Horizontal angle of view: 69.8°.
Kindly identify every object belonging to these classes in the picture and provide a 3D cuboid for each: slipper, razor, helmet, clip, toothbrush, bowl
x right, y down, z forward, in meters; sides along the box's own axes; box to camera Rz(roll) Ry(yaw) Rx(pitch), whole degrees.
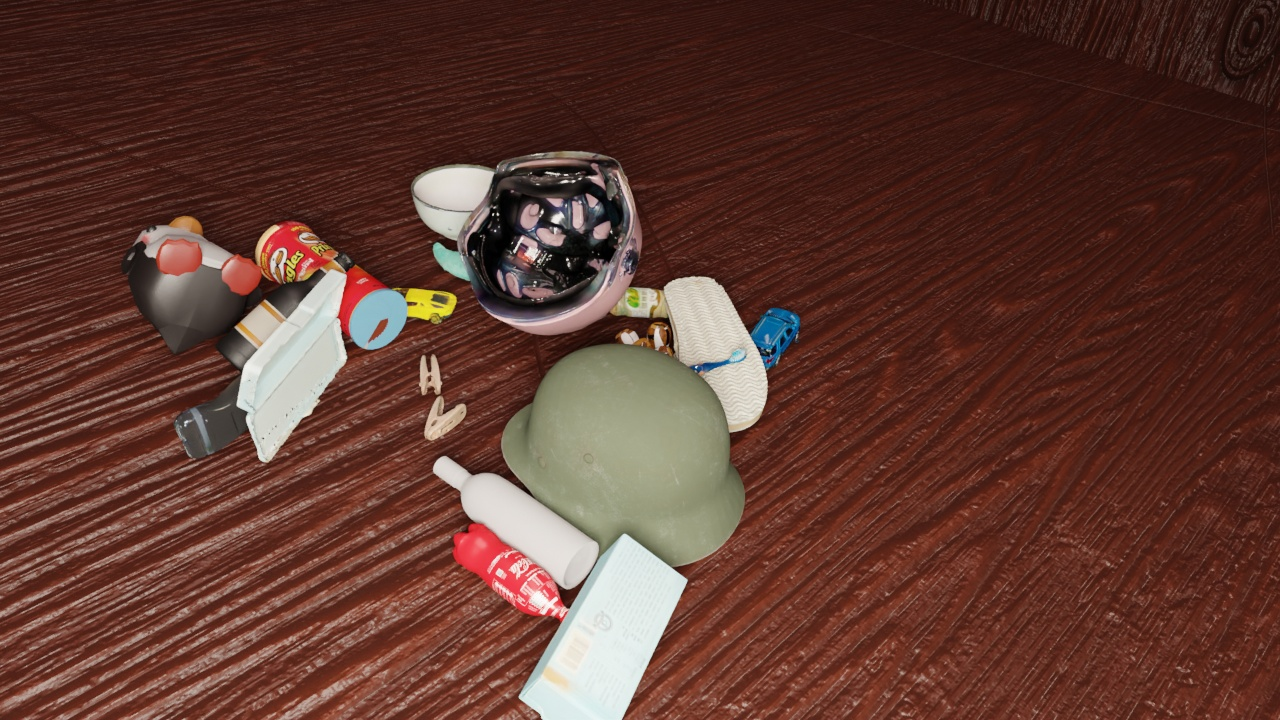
[{"bbox_3d":[0.083,-0.007,1.137,0.115,0.052,0.262,-6,45,-6],"label":"slipper"},{"bbox_3d":[-0.449,0.050,1.001,0.064,0.053,0.140,8,34,17],"label":"razor"},{"bbox_3d":[-0.106,-0.137,1.185,0.230,0.152,0.255,-2,65,13],"label":"helmet"},{"bbox_3d":[-0.247,0.018,1.092,0.049,0.026,0.060,18,40,13],"label":"clip"},{"bbox_3d":[0.067,0.012,1.068,0.135,0.017,0.021,-20,54,-19],"label":"toothbrush"},{"bbox_3d":[-0.016,0.069,0.946,0.268,0.154,0.226,18,39,17],"label":"helmet"},{"bbox_3d":[-0.263,-0.230,1.376,0.153,0.073,0.153,4,38,-3],"label":"bowl"},{"bbox_3d":[-0.220,0.068,1.029,0.061,0.026,0.049,-7,41,-15],"label":"clip"}]

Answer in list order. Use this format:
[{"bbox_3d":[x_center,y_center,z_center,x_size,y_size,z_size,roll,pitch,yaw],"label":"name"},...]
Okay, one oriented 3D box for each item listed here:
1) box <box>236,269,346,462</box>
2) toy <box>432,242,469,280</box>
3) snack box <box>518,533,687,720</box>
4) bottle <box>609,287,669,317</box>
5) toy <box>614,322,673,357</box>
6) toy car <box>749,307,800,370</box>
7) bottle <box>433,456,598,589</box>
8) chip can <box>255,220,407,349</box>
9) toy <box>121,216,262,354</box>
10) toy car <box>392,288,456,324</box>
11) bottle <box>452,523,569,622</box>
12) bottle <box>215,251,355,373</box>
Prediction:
[{"bbox_3d":[-0.375,0.000,1.002,0.044,0.136,0.196,15,38,3],"label":"box"},{"bbox_3d":[-0.231,-0.152,1.292,0.105,0.033,0.085,-32,73,-17],"label":"toy"},{"bbox_3d":[-0.028,0.237,0.789,0.075,0.053,0.174,36,42,-1],"label":"snack box"},{"bbox_3d":[0.015,-0.078,1.238,0.111,0.043,0.043,3,37,-3],"label":"bottle"},{"bbox_3d":[-0.007,0.006,1.104,0.087,0.067,0.112,-11,20,30],"label":"toy"},{"bbox_3d":[0.172,-0.032,1.198,0.056,0.044,0.119,21,39,19],"label":"toy car"},{"bbox_3d":[-0.131,0.151,0.907,0.195,0.053,0.052,29,43,28],"label":"bottle"},{"bbox_3d":[-0.397,-0.099,1.174,0.213,0.087,0.086,32,44,29],"label":"chip can"},{"bbox_3d":[-0.576,-0.102,1.147,0.159,0.140,0.184,18,12,-43],"label":"toy"},{"bbox_3d":[-0.295,-0.075,1.203,0.107,0.030,0.049,3,38,-1],"label":"toy car"},{"bbox_3d":[-0.117,0.201,0.851,0.141,0.042,0.041,29,43,27],"label":"bottle"},{"bbox_3d":[-0.410,-0.060,1.080,0.059,0.059,0.181,34,73,31],"label":"bottle"}]
